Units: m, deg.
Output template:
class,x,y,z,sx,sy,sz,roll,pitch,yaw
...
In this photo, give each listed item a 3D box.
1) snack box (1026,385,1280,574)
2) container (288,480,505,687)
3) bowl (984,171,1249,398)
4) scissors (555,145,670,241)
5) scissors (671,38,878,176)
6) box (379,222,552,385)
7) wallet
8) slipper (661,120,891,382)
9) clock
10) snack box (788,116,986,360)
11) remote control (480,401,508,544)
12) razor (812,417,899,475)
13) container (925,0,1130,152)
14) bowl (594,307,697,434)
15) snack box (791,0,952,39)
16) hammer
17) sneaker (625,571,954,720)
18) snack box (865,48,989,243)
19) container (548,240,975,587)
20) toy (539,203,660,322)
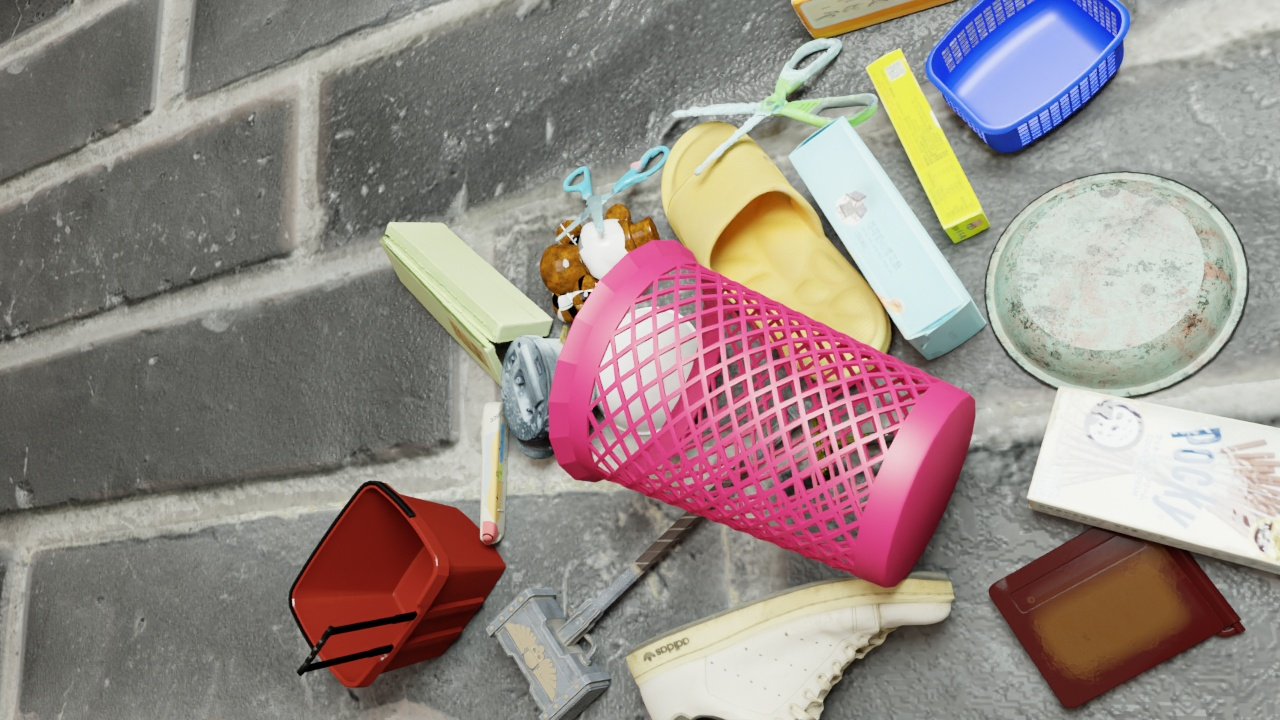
class,x,y,z,sx,sy,sz,roll,pitch,yaw
snack box,0.327,0.071,0.565,0.150,0.026,0.081,13,74,31
container,-0.221,0.185,0.751,0.127,0.200,0.148,41,100,29
bowl,0.306,-0.055,0.602,0.158,0.038,0.157,-7,76,28
scissors,-0.040,-0.149,0.802,0.136,0.015,0.126,-42,37,-25
scissors,0.105,-0.203,0.725,0.172,0.023,0.168,7,61,27
box,-0.170,-0.064,0.852,0.188,0.077,0.089,43,102,30
wallet,0.295,0.155,0.578,0.116,0.018,0.091,-36,64,16
slipper,0.089,-0.091,0.709,0.100,0.078,0.263,-44,62,17
clock,-0.086,0.031,0.782,0.130,0.052,0.090,-49,52,44
snack box,0.177,-0.088,0.661,0.053,0.075,0.174,-35,65,17
remote control,-0.130,0.099,0.812,0.018,0.038,0.125,-2,78,6
razor,0.179,0.055,0.661,0.106,0.026,0.042,-12,72,22
container,0.271,-0.209,0.643,0.114,0.058,0.096,-40,63,16
bowl,-0.004,0.005,0.761,0.110,0.040,0.109,-7,76,28
snack box,0.208,-0.352,0.695,0.196,0.080,0.145,-8,76,28
hammer,0.017,0.146,0.723,0.322,0.044,0.098,-45,62,11
sneaker,0.103,0.214,0.630,0.242,0.088,0.102,-25,67,24
snack box,0.211,-0.159,0.676,0.029,0.040,0.148,-27,68,22
container,0.085,0.041,0.604,0.226,0.183,0.183,23,91,30
toy,-0.036,-0.088,0.791,0.113,0.067,0.087,-20,70,14
